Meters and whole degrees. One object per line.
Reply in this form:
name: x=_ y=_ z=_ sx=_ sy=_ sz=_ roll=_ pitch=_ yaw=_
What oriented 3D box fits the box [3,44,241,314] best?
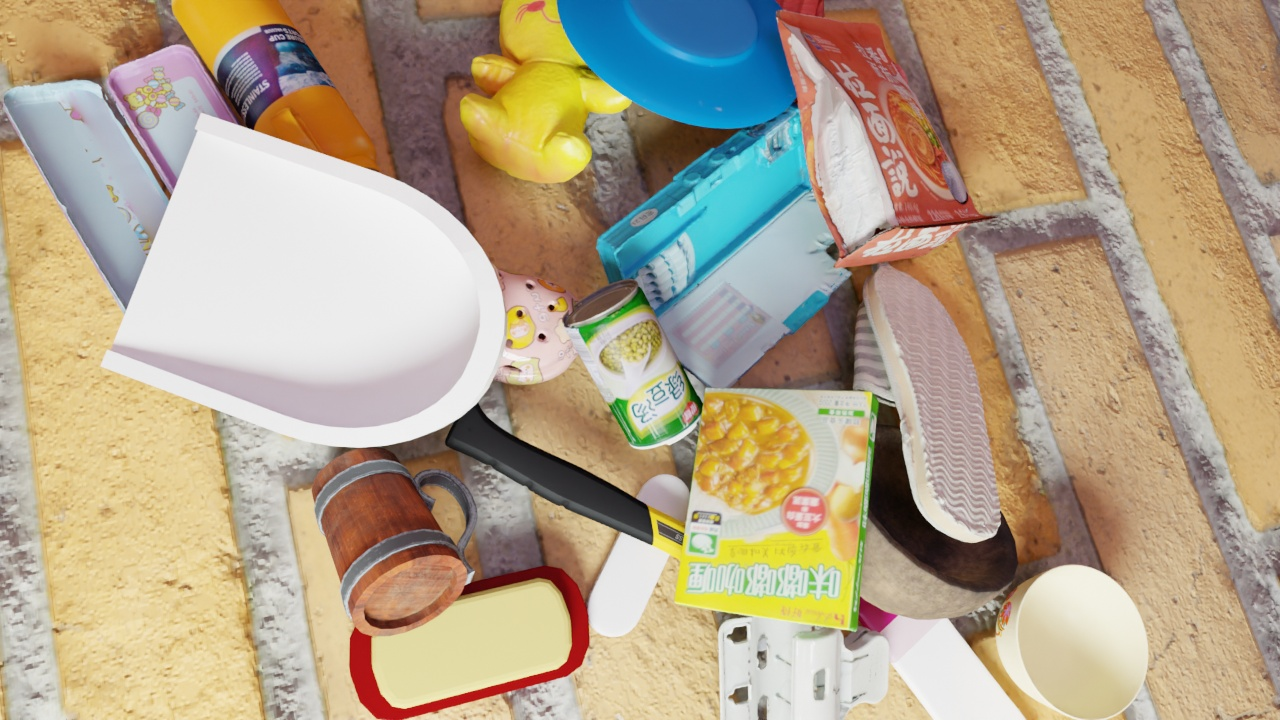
box: x=-0.366 y=-0.136 z=0.705 sx=0.151 sy=0.041 sz=0.214 roll=-29 pitch=83 yaw=-32

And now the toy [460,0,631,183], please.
toy: x=-0.069 y=-0.236 z=0.778 sx=0.134 sy=0.088 sz=0.193 roll=11 pitch=64 yaw=3

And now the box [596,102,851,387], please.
box: x=0.083 y=-0.099 z=0.787 sx=0.226 sy=0.087 sz=0.168 roll=-40 pitch=104 yaw=-20

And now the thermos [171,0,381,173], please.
thermos: x=-0.279 y=-0.198 z=0.718 sx=0.232 sy=0.076 sz=0.091 roll=56 pitch=31 yaw=5

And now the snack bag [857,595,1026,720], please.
snack bag: x=0.246 y=0.252 z=0.756 sx=0.070 sy=0.016 sz=0.196 roll=-36 pitch=85 yaw=-18

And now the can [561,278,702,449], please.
can: x=-0.004 y=0.004 z=0.716 sx=0.067 sy=0.067 sz=0.121 roll=-36 pitch=111 yaw=-20

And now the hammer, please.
hammer: x=0.000 y=0.124 z=0.709 sx=0.323 sy=0.029 sz=0.126 roll=28 pitch=71 yaw=-11

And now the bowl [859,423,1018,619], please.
bowl: x=0.207 y=0.133 z=0.723 sx=0.162 sy=0.070 sz=0.162 roll=21 pitch=37 yaw=-17

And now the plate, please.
plate: x=0.041 y=-0.289 z=0.774 sx=0.224 sy=0.024 sz=0.223 roll=9 pitch=58 yaw=-15

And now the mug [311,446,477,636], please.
mug: x=-0.165 y=0.121 z=0.650 sx=0.117 sy=0.082 sz=0.111 roll=-3 pitch=40 yaw=-39

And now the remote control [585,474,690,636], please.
remote control: x=-0.001 y=0.153 z=0.726 sx=0.043 sy=0.013 sz=0.136 roll=29 pitch=70 yaw=-4

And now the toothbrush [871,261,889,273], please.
toothbrush: x=0.204 y=-0.168 z=0.844 sx=0.017 sy=0.012 sz=0.187 roll=-13 pitch=92 yaw=-32

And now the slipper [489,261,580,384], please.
slipper: x=-0.137 y=-0.044 z=0.714 sx=0.197 sy=0.082 sz=0.093 roll=15 pitch=73 yaw=-7

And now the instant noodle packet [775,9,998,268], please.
instant noodle packet: x=0.202 y=-0.201 z=0.803 sx=0.164 sy=0.084 sz=0.221 roll=-13 pitch=79 yaw=-42

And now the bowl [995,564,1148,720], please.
bowl: x=0.339 y=0.230 z=0.753 sx=0.118 sy=0.074 sz=0.118 roll=4 pitch=74 yaw=-13

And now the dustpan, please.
dustpan: x=-0.221 y=-0.042 z=0.637 sx=0.257 sy=0.053 sz=0.191 roll=20 pitch=86 yaw=-5

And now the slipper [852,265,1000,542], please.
slipper: x=0.231 y=0.031 z=0.756 sx=0.114 sy=0.054 sz=0.272 roll=19 pitch=44 yaw=-21

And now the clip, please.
clip: x=0.134 y=0.249 z=0.683 sx=0.151 sy=0.105 sz=0.126 roll=-3 pitch=100 yaw=-15

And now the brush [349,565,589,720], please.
brush: x=-0.122 y=0.204 z=0.668 sx=0.173 sy=0.042 sz=0.082 roll=-10 pitch=77 yaw=-16

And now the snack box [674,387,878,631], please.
snack box: x=0.099 y=0.103 z=0.672 sx=0.132 sy=0.027 sz=0.167 roll=1 pitch=73 yaw=28

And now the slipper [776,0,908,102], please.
slipper: x=0.148 y=-0.298 z=0.864 sx=0.248 sy=0.059 sz=0.103 roll=18 pitch=72 yaw=-10
